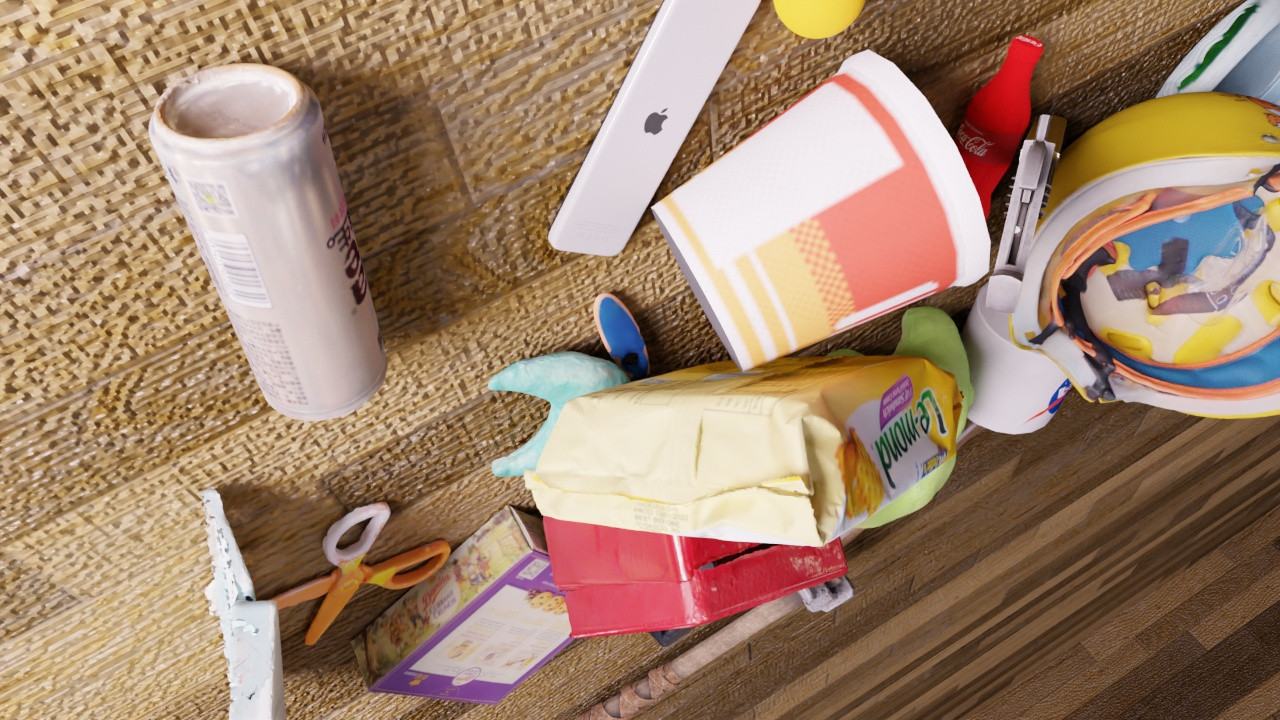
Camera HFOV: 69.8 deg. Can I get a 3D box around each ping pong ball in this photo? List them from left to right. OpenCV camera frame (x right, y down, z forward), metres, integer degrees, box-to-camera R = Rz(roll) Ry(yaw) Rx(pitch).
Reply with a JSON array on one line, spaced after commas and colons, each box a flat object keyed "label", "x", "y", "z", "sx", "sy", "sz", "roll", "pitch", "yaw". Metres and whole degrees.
[{"label": "ping pong ball", "x": 0.077, "y": -0.160, "z": 0.394, "sx": 0.040, "sy": 0.040, "sz": 0.040, "roll": -23, "pitch": 143, "yaw": -19}]

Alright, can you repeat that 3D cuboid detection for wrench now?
[{"label": "wrench", "x": 0.209, "y": -0.096, "z": 0.486, "sx": 0.272, "sy": 0.018, "sz": 0.084, "roll": -39, "pitch": 138, "yaw": -57}]

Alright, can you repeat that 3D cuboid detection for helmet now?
[{"label": "helmet", "x": 0.362, "y": -0.077, "z": 0.605, "sx": 0.240, "sy": 0.139, "sz": 0.210, "roll": 26, "pitch": 135, "yaw": -16}]

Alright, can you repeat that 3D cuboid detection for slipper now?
[{"label": "slipper", "x": 0.452, "y": -0.184, "z": 0.661, "sx": 0.245, "sy": 0.074, "sz": 0.104, "roll": 7, "pitch": 126, "yaw": -47}]

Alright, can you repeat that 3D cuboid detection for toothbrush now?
[{"label": "toothbrush", "x": -0.003, "y": 0.003, "z": 0.538, "sx": 0.021, "sy": 0.017, "sz": 0.135, "roll": -34, "pitch": 146, "yaw": -7}]

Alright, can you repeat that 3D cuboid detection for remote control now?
[{"label": "remote control", "x": 0.004, "y": -0.109, "z": 0.419, "sx": 0.045, "sy": 0.008, "sz": 0.147, "roll": 2, "pitch": 131, "yaw": -42}]

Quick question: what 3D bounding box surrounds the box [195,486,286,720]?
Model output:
[{"label": "box", "x": -0.196, "y": 0.172, "z": 0.464, "sx": 0.040, "sy": 0.134, "sz": 0.198, "roll": -4, "pitch": 135, "yaw": -24}]

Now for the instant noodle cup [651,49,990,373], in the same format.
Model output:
[{"label": "instant noodle cup", "x": 0.081, "y": -0.064, "z": 0.450, "sx": 0.121, "sy": 0.123, "sz": 0.123, "roll": -29, "pitch": 146, "yaw": 3}]

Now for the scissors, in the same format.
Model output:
[{"label": "scissors", "x": -0.171, "y": 0.124, "z": 0.540, "sx": 0.125, "sy": 0.011, "sz": 0.128, "roll": -18, "pitch": 140, "yaw": -27}]

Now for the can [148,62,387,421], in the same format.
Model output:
[{"label": "can", "x": -0.133, "y": -0.039, "z": 0.344, "sx": 0.054, "sy": 0.054, "sz": 0.136, "roll": -22, "pitch": 143, "yaw": -20}]

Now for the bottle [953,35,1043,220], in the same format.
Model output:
[{"label": "bottle", "x": 0.205, "y": -0.132, "z": 0.541, "sx": 0.036, "sy": 0.036, "sz": 0.119, "roll": -19, "pitch": 141, "yaw": -24}]

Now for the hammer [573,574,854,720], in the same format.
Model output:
[{"label": "hammer", "x": 0.056, "y": 0.276, "z": 0.861, "sx": 0.319, "sy": 0.049, "sz": 0.121, "roll": -39, "pitch": 155, "yaw": 18}]

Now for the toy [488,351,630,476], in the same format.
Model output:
[{"label": "toy", "x": -0.045, "y": 0.029, "z": 0.521, "sx": 0.085, "sy": 0.033, "sz": 0.105, "roll": -13, "pitch": 143, "yaw": -16}]

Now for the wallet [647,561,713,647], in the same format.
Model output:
[{"label": "wallet", "x": 0.038, "y": 0.204, "z": 0.800, "sx": 0.089, "sy": 0.026, "sz": 0.115, "roll": -34, "pitch": 147, "yaw": -3}]

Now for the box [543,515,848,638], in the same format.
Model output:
[{"label": "box", "x": 0.036, "y": 0.116, "z": 0.585, "sx": 0.130, "sy": 0.092, "sz": 0.157, "roll": -15, "pitch": 171, "yaw": 43}]

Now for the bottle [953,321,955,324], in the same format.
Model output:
[{"label": "bottle", "x": 0.235, "y": 0.006, "z": 0.740, "sx": 0.025, "sy": 0.025, "sz": 0.106, "roll": -21, "pitch": 143, "yaw": -21}]

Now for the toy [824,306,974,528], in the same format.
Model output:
[{"label": "toy", "x": 0.188, "y": 0.064, "z": 0.706, "sx": 0.150, "sy": 0.107, "sz": 0.197, "roll": -25, "pitch": 135, "yaw": -16}]

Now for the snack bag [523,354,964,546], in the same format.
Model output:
[{"label": "snack bag", "x": 0.069, "y": 0.037, "z": 0.499, "sx": 0.246, "sy": 0.160, "sz": 0.068, "roll": -11, "pitch": 96, "yaw": -56}]

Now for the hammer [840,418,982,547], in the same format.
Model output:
[{"label": "hammer", "x": 0.271, "y": 0.095, "z": 0.867, "sx": 0.306, "sy": 0.040, "sz": 0.132, "roll": -45, "pitch": 144, "yaw": 15}]

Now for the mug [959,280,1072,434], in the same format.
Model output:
[{"label": "mug", "x": 0.303, "y": -0.015, "z": 0.729, "sx": 0.121, "sy": 0.091, "sz": 0.090, "roll": -57, "pitch": 161, "yaw": -38}]

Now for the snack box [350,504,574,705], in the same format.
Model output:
[{"label": "snack box", "x": -0.097, "y": 0.177, "z": 0.640, "sx": 0.148, "sy": 0.040, "sz": 0.143, "roll": -41, "pitch": 145, "yaw": 7}]
